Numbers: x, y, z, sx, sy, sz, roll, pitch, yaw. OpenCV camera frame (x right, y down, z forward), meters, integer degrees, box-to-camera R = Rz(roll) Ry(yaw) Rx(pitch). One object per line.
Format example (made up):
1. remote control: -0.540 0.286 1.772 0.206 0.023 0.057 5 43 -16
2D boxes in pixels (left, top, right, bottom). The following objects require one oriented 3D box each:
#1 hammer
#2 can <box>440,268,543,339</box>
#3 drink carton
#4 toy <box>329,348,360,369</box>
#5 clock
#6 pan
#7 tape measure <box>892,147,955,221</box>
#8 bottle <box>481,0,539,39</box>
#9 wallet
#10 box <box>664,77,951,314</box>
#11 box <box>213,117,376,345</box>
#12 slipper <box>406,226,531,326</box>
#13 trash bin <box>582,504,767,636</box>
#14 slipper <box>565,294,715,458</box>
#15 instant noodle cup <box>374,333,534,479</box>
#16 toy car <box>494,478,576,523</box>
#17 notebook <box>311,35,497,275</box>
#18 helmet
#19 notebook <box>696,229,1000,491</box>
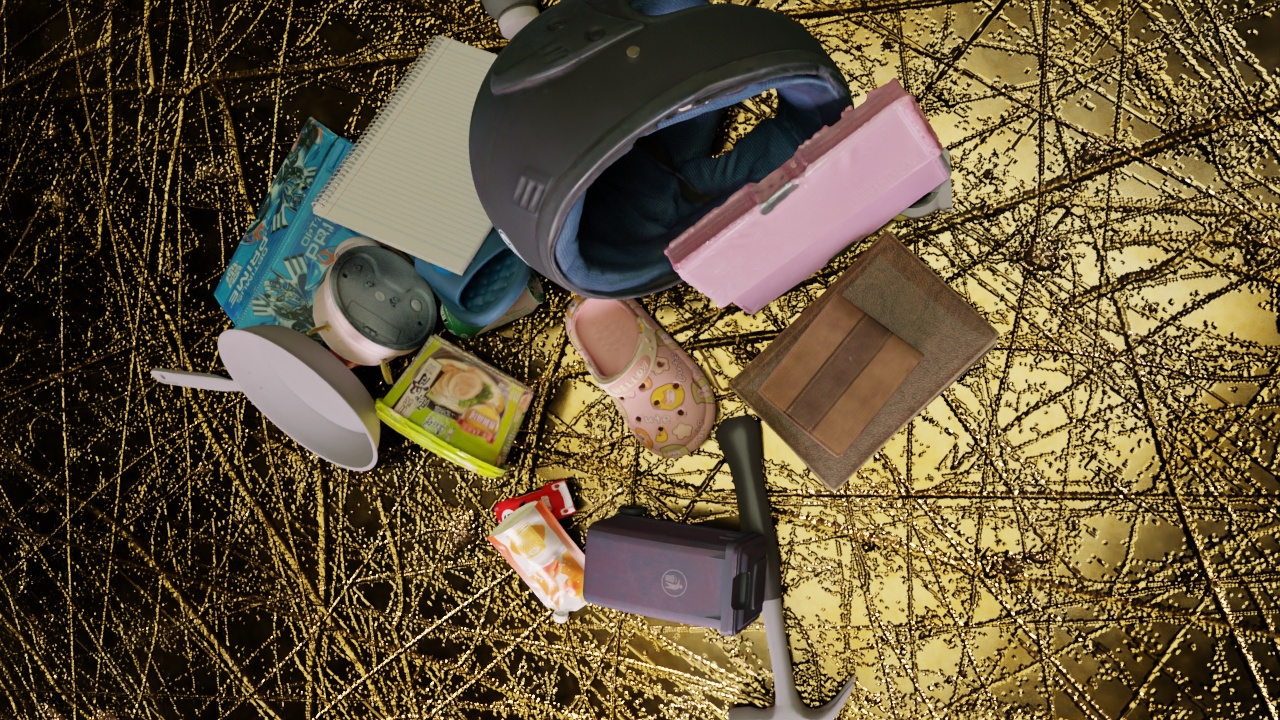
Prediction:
1. hammer: 0.124 0.207 0.887 0.125 0.029 0.310 -11 86 15
2. can: -0.154 -0.061 0.948 0.101 0.053 0.053 -21 84 14
3. drink carton: -0.092 0.206 0.931 0.069 0.039 0.122 -36 104 6
4. toy: -0.302 -0.022 0.989 0.050 0.065 0.102 22 92 -19
5. clock: -0.269 -0.065 0.937 0.059 0.116 0.157 -32 37 36
6. pan: -0.412 0.027 0.991 0.357 0.201 0.050 10 48 33
7. tape measure: 0.259 -0.164 0.859 0.065 0.016 0.064 -3 89 15
8. bottle: -0.139 -0.390 0.942 0.060 0.060 0.108 -21 84 13
9. wallet: 0.181 0.013 0.838 0.098 0.027 0.121 39 99 11
10. box: 0.156 -0.121 0.794 0.233 0.179 0.039 -36 58 20
11. box: -0.373 -0.132 0.998 0.170 0.071 0.244 33 97 13
12. slipper: -0.184 -0.116 0.921 0.103 0.059 0.214 -43 54 -4
13. trash bin: 0.035 0.197 0.864 0.161 0.092 0.094 4 91 25
14. slipper: -0.005 0.005 0.896 0.093 0.081 0.197 -38 79 10
15. instant noodle cup: -0.178 0.043 0.914 0.146 0.146 0.098 29 85 13
16. toy car: -0.109 0.153 0.949 0.090 0.025 0.038 -22 84 13
17. notebook: -0.195 -0.217 0.929 0.178 0.013 0.245 23 70 14
18. helmet: -0.002 -0.216 0.814 0.316 0.249 0.235 -32 55 10
19. notebook: 0.191 -0.011 0.867 0.216 0.034 0.190 -46 79 10
